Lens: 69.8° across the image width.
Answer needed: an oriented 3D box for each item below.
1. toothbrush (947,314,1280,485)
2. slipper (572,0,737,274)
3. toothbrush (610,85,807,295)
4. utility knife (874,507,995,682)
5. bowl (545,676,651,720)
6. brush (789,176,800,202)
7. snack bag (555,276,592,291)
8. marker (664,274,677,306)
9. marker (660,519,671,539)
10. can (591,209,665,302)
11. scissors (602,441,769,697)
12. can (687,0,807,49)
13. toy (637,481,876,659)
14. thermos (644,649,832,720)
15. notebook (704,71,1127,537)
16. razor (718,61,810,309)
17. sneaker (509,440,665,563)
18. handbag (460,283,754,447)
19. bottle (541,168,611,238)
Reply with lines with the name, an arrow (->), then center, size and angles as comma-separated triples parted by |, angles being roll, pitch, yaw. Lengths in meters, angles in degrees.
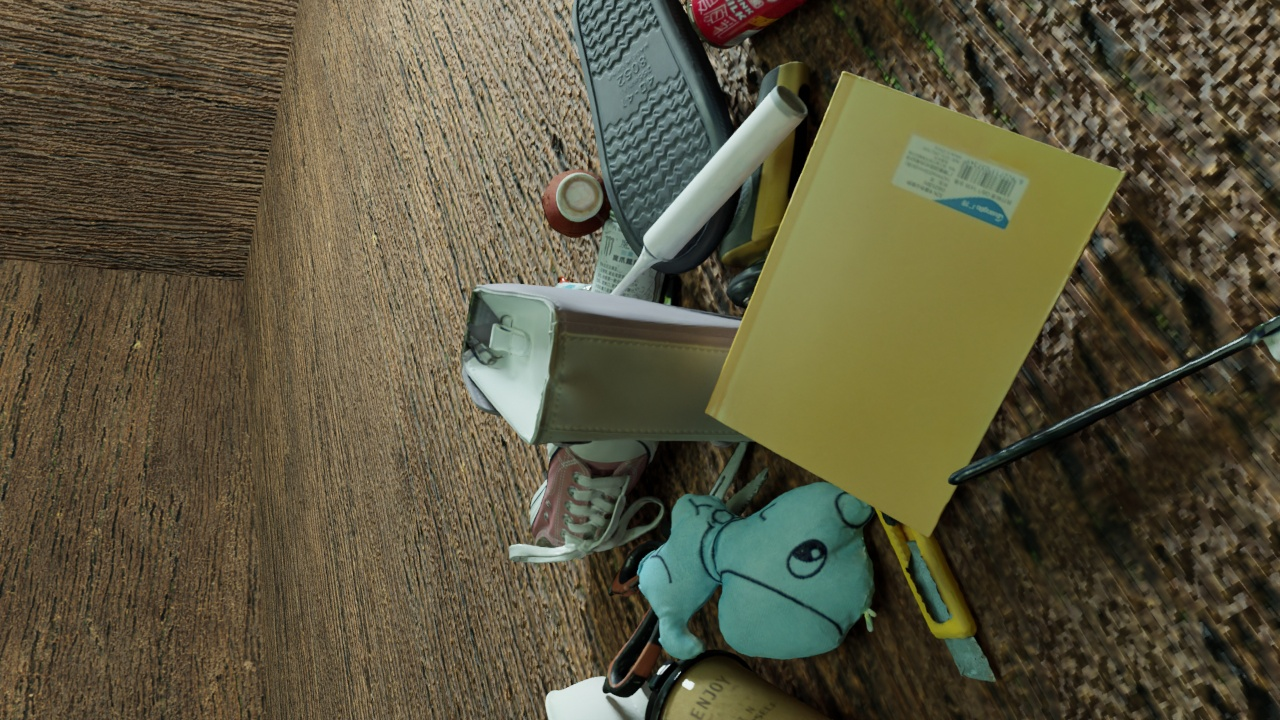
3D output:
toothbrush -> 0.209, 0.024, 0.408 | 0.182, 0.015, 0.018 | -38, 65, 45
slipper -> 0.024, -0.193, 0.696 | 0.111, 0.083, 0.268 | -30, 67, 39
toothbrush -> 0.029, -0.095, 0.621 | 0.222, 0.026, 0.026 | -45, 64, 36
utility knife -> 0.150, 0.095, 0.512 | 0.033, 0.015, 0.177 | -54, 43, 42
bowl -> -0.011, 0.283, 0.704 | 0.064, 0.118, 0.118 | -42, 39, -1
brush -> 0.109, -0.043, 0.537 | 0.063, 0.073, 0.146 | 32, 111, 55
snack bag -> -0.059, -0.058, 0.876 | 0.105, 0.026, 0.045 | 12, 88, 58
marker -> 0.024, -0.009, 0.744 | 0.018, 0.015, 0.124 | 166, 108, -68
marker -> 0.048, 0.141, 0.685 | 0.124, 0.015, 0.018 | 15, 95, 62
can -> -0.014, -0.048, 0.766 | 0.058, 0.058, 0.147 | 35, 116, 56
scissors -> 0.024, 0.150, 0.670 | 0.225, 0.015, 0.188 | -35, 34, 59
can -> 0.089, -0.260, 0.618 | 0.133, 0.053, 0.053 | -10, 78, 59
toy -> 0.075, 0.133, 0.572 | 0.156, 0.049, 0.161 | 36, 99, 35
thermos -> 0.073, 0.238, 0.564 | 0.143, 0.093, 0.093 | 3, 89, 53
notebook -> 0.130, -0.027, 0.481 | 0.146, 0.010, 0.207 | 28, 113, 21
razor -> 0.092, -0.115, 0.610 | 0.068, 0.062, 0.167 | 6, 86, 30
sneaker -> -0.043, 0.116, 0.751 | 0.242, 0.118, 0.087 | 118, 153, -51
handbag -> -0.004, 0.004, 0.607 | 0.145, 0.196, 0.098 | 30, 112, 58
bottle -> -0.053, -0.133, 0.769 | 0.206, 0.060, 0.060 | -126, 43, -81
